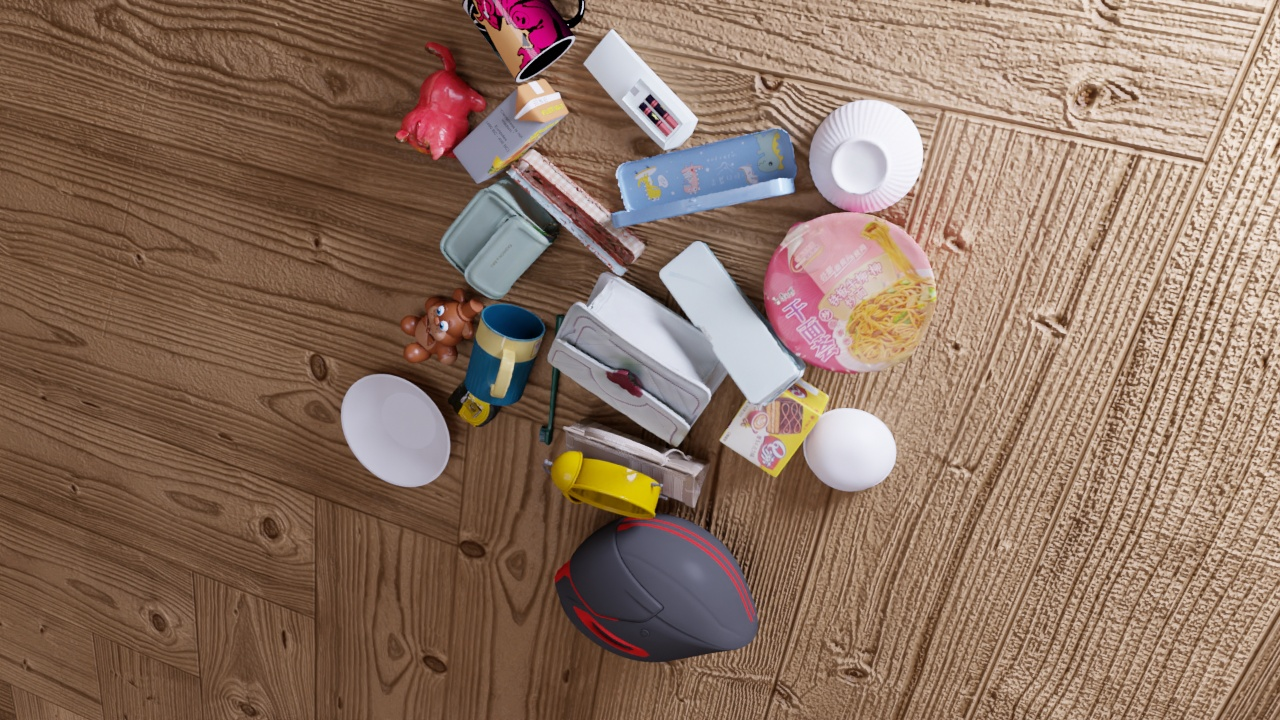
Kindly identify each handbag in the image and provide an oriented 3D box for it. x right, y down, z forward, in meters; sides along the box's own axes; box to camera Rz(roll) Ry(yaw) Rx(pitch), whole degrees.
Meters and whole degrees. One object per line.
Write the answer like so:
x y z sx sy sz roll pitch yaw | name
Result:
-0.173 -0.150 1.123 0.106 0.067 0.122 45 119 -4 | handbag
-0.007 0.006 1.105 0.198 0.095 0.142 33 136 3 | handbag
-0.015 0.112 1.105 0.176 0.198 0.062 19 80 12 | handbag

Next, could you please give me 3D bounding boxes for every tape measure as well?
-0.222 0.056 1.243 0.064 0.037 0.066 45 119 -1 | tape measure

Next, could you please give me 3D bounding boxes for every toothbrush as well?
-0.116 0.027 1.205 0.017 0.016 0.190 16 116 15 | toothbrush

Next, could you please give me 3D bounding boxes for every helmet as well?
0.029 0.284 1.174 0.265 0.163 0.170 27 119 8 | helmet

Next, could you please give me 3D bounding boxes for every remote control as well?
0.000 -0.297 1.022 0.143 0.024 0.050 46 119 -3 | remote control

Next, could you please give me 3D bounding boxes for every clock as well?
-0.046 0.151 1.113 0.152 0.114 0.052 14 71 12 | clock

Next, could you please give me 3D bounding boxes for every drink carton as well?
-0.150 -0.266 1.064 0.125 0.076 0.048 -33 98 32 | drink carton

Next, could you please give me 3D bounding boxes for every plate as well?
-0.339 0.093 1.302 0.174 0.036 0.174 7 114 17 | plate

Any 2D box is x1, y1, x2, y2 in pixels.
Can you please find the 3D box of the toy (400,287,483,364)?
-0.255 -0.045 1.188 0.128 0.065 0.095 -28 73 40 | toy

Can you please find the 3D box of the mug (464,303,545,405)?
-0.175 0.002 1.162 0.083 0.113 0.107 15 120 -15 | mug

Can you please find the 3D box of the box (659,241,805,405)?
0.103 -0.044 1.043 0.199 0.065 0.083 54 129 19 | box

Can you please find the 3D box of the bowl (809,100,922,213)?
0.231 -0.207 0.954 0.118 0.062 0.118 7 114 17 | bowl

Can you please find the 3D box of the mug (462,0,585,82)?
-0.119 -0.382 1.007 0.118 0.082 0.098 -36 97 1 | mug

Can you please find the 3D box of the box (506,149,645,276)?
-0.084 -0.169 1.091 0.188 0.062 0.058 41 163 2 | box

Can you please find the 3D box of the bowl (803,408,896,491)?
0.246 0.116 1.095 0.110 0.040 0.110 7 114 17 | bowl

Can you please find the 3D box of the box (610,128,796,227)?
0.064 -0.197 1.014 0.209 0.073 0.078 -8 104 23 | box

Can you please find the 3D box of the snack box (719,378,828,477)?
0.159 0.070 1.096 0.083 0.061 0.106 33 119 5 | snack box

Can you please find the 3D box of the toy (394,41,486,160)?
-0.236 -0.299 1.069 0.088 0.093 0.133 14 114 15 | toy

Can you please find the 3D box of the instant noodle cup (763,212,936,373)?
0.229 -0.082 0.999 0.179 0.077 0.179 7 114 16 | instant noodle cup
